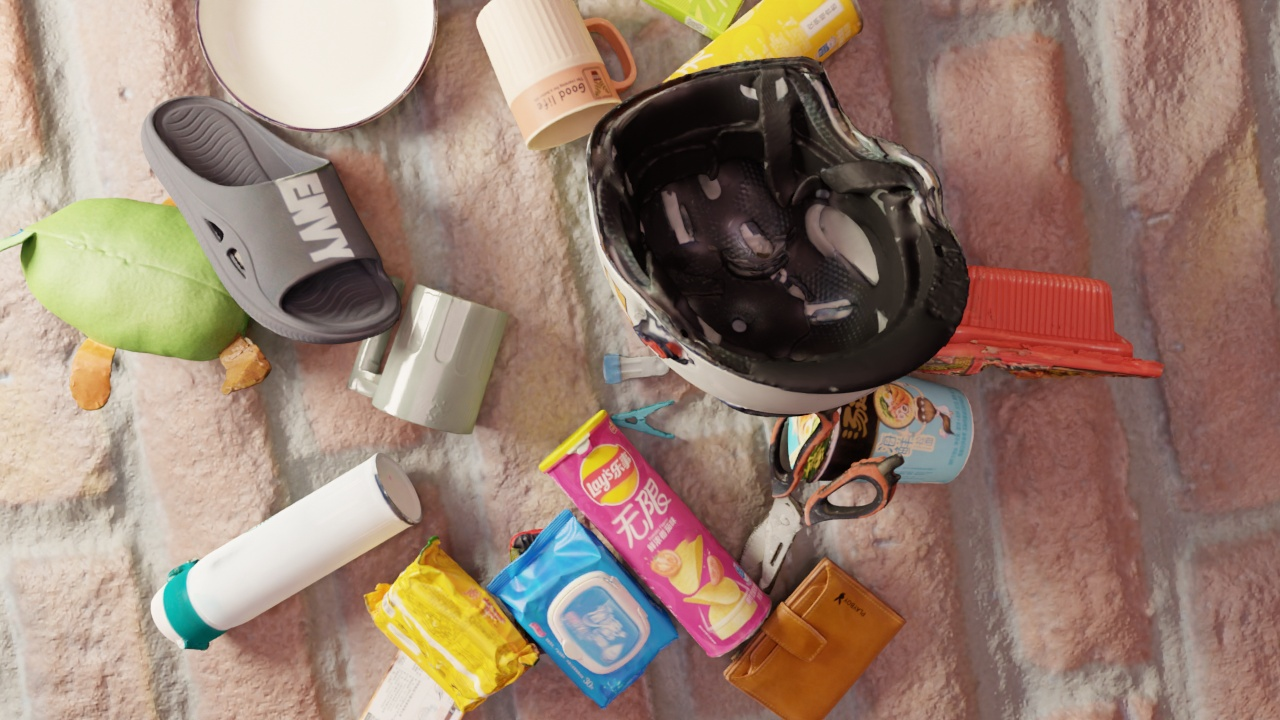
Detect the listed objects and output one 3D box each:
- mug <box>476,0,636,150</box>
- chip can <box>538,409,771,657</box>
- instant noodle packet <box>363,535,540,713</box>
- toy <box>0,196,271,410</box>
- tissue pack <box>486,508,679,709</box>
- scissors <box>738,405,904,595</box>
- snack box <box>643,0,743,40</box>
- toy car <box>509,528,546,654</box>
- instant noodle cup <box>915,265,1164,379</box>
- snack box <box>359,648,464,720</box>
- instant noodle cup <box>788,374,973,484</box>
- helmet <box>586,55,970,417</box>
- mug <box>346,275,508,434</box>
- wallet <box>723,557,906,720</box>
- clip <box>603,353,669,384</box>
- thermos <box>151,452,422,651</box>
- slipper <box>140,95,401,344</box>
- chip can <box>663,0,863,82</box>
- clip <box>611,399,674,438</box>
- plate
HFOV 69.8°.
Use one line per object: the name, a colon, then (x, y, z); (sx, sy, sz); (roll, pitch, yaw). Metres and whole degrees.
mug: (-0.060, -0.239, 0.733); (0.114, 0.082, 0.106); (-25, 91, -25)
chip can: (0.013, 0.141, 0.749); (0.071, 0.071, 0.210); (-42, 92, 2)
instant noodle packet: (-0.151, 0.210, 0.726); (0.128, 0.044, 0.111); (47, 125, 0)
toy: (-0.383, -0.064, 0.733); (0.247, 0.090, 0.226); (18, 69, 5)
tissue pack: (-0.043, 0.202, 0.740); (0.095, 0.052, 0.157); (-41, 108, -9)
scissors: (0.127, 0.116, 0.700); (0.206, 0.015, 0.202); (-4, 115, 42)
snack box: (0.019, -0.336, 0.748); (0.156, 0.026, 0.086); (30, 92, 0)
toy car: (-0.084, 0.193, 0.769); (0.049, 0.031, 0.106); (-6, 98, -16)
instant noodle cup: (0.266, -0.025, 0.682); (0.188, 0.164, 0.079); (6, 92, -10)
snack box: (-0.181, 0.280, 0.780); (0.075, 0.026, 0.154); (30, 92, 0)
instant noodle cup: (0.192, 0.051, 0.731); (0.120, 0.111, 0.111); (8, 93, -8)
helmet: (0.080, -0.068, 0.641); (0.229, 0.157, 0.274); (-29, 69, -18)
mug: (-0.177, -0.008, 0.746); (0.124, 0.083, 0.103); (20, 92, 24)
wallet: (0.140, 0.233, 0.761); (0.119, 0.035, 0.131); (39, 93, -23)
clip: (-0.003, 0.005, 0.770); (0.058, 0.042, 0.026); (-4, 91, -2)
thermos: (-0.295, 0.158, 0.757); (0.224, 0.073, 0.073); (-30, 92, 2)
slipper: (-0.286, -0.123, 0.698); (0.268, 0.084, 0.110); (47, 50, 12)
chip can: (0.072, -0.223, 0.730); (0.213, 0.072, 0.072); (-39, 92, 3)
clip: (0.002, 0.051, 0.773); (0.054, 0.013, 0.033); (-2, 92, 1)
plate: (-0.258, -0.278, 0.746); (0.192, 0.039, 0.192); (0, 91, 0)
